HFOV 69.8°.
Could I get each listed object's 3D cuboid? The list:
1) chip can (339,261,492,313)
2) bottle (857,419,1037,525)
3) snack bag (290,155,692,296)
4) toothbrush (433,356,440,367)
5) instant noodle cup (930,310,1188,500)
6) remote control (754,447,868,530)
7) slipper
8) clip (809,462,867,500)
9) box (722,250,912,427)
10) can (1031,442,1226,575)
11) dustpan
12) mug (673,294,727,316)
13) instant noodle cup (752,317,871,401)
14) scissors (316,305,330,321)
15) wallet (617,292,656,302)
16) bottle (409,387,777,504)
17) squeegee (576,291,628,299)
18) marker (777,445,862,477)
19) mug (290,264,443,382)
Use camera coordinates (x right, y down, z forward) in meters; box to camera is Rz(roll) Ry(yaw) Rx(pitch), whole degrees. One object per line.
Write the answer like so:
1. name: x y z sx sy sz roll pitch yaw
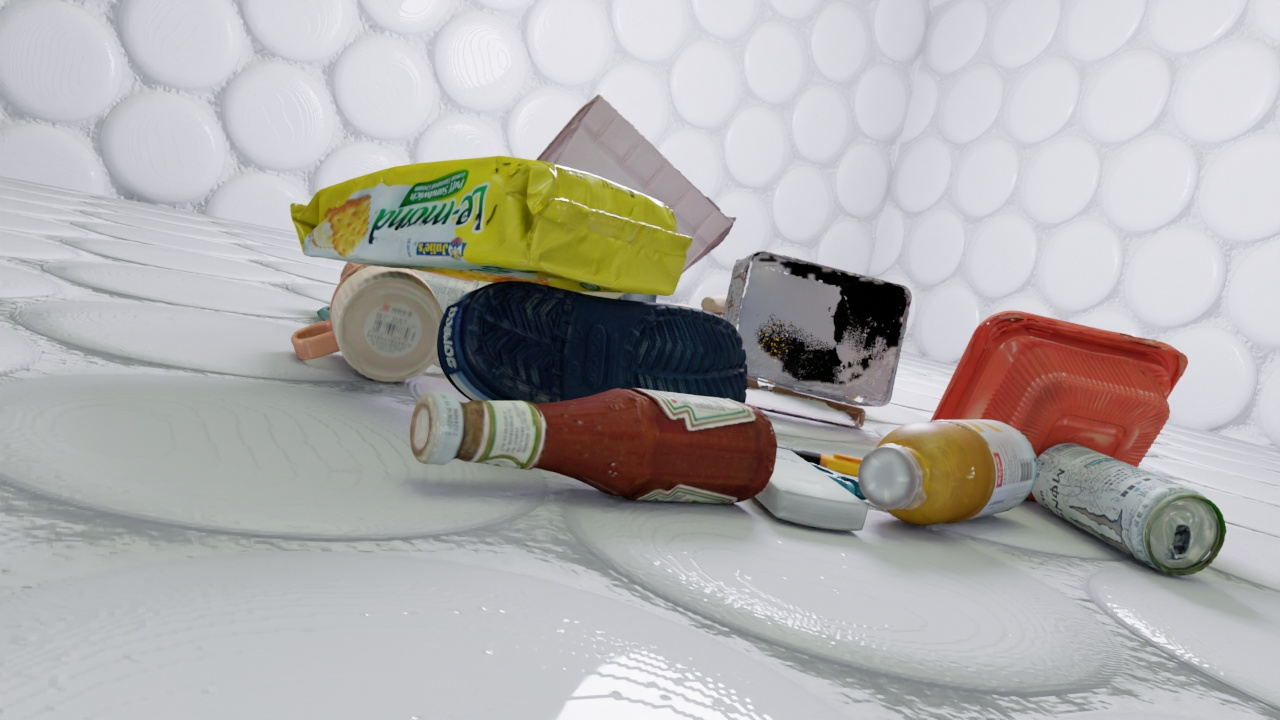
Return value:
1. chip can: -0.213 -0.062 0.996 0.214 0.071 0.071 12 7 -2
2. bottle: 0.202 0.073 0.605 0.068 0.068 0.189 18 9 39
3. snack bag: -0.100 -0.088 0.617 0.247 0.068 0.157 6 1 37
4. toothbrush: -0.066 0.017 0.785 0.221 0.027 0.026 10 26 -15
5. instant noodle cup: 0.347 0.052 0.763 0.189 0.165 0.079 11 30 -5
6. remote control: 0.091 0.077 0.579 0.056 0.019 0.135 11 6 -13
7. slipper: -0.030 0.010 0.631 0.252 0.105 0.095 9 -13 -41
8. clip: 0.129 0.083 0.628 0.049 0.015 0.057 4 10 -41
9. box: 0.168 -0.016 1.001 0.183 0.157 0.193 14 -2 -7
10. can: 0.343 0.102 0.658 0.058 0.058 0.146 11 7 -7
11. dustpan: -0.069 -0.143 1.081 0.222 0.273 0.139 43 -2 -20
12. mug: 0.049 -0.036 1.075 0.084 0.125 0.103 56 16 6
13. instant noodle cup: 0.225 -0.012 1.156 0.138 0.138 0.110 9 15 -27
14. scissors: -0.236 -0.029 0.904 0.178 0.019 0.170 11 5 -22
15. wallet: -0.011 -0.026 0.944 0.019 0.097 0.120 10 5 16
16. bottle: -0.019 0.043 0.488 0.205 0.060 0.060 7 8 -33
17. squeegee: -0.005 0.005 0.835 0.247 0.039 0.246 -22 -32 31
18. marker: 0.125 0.073 0.700 0.124 0.015 0.018 12 2 11
19. mug: -0.211 -0.028 0.708 0.114 0.082 0.106 -18 17 -15
